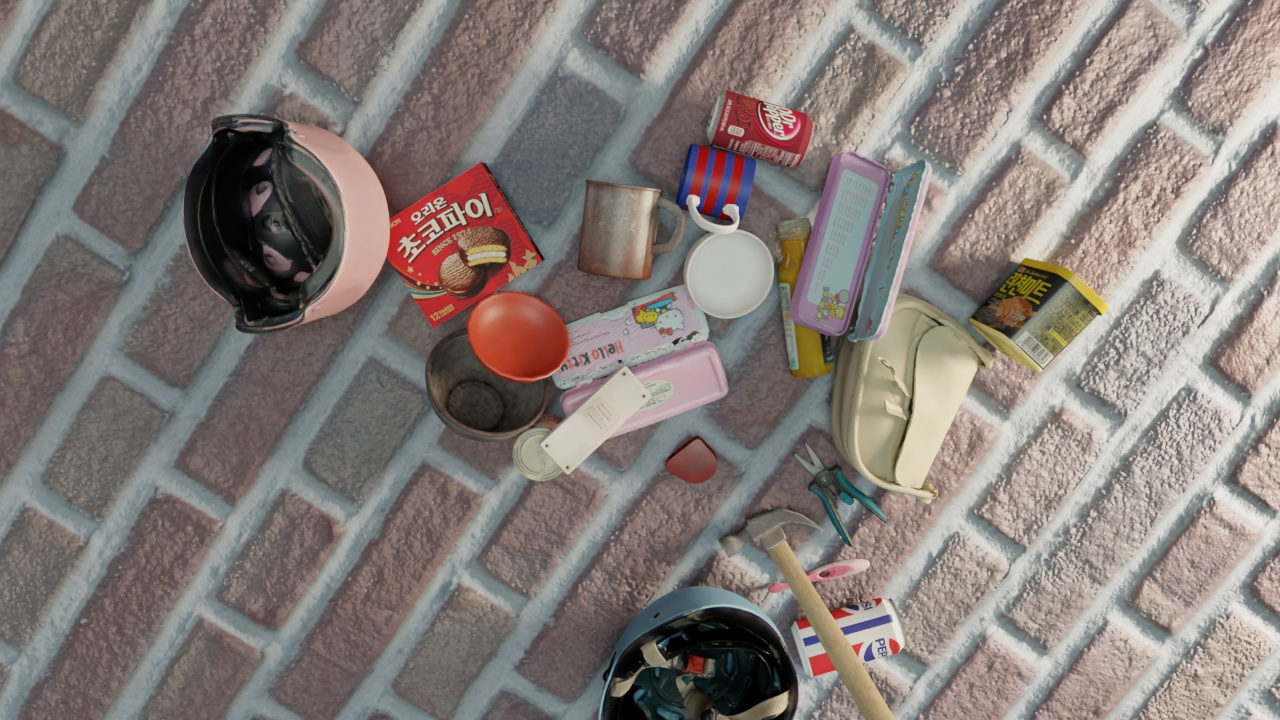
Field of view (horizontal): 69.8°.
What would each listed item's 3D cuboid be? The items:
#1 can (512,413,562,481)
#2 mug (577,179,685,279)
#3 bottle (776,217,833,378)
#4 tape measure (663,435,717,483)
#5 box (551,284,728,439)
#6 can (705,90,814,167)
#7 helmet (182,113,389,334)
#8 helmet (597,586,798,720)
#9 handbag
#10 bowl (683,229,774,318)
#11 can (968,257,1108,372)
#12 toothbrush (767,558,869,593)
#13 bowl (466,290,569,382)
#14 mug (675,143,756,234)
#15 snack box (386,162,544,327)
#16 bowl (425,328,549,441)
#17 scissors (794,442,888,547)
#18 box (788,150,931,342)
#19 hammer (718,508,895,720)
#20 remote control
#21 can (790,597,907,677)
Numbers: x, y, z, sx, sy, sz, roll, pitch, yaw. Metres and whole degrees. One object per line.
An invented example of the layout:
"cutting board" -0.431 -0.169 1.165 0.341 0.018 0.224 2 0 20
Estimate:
"can" -0.118 0.104 1.108 0.067 0.076 0.067 0 100 -1
"mug" -0.009 -0.148 1.052 0.123 0.096 0.110 12 107 20
"bottle" 0.194 -0.075 1.092 0.053 0.053 0.186 -9 100 1
"tape measure" 0.066 0.129 1.144 0.059 0.019 0.051 -39 101 13
"box" -0.007 0.008 1.103 0.201 0.059 0.155 -20 99 2
"can" 0.136 -0.264 1.051 0.114 0.063 0.063 15 100 -3
"helmet" -0.382 -0.154 1.011 0.256 0.152 0.230 -7 99 31
"helmet" 0.066 0.397 1.117 0.225 0.166 0.266 29 97 -3
"handbag" 0.319 0.049 1.084 0.184 0.132 0.229 20 101 -10
"bowl" 0.101 -0.105 1.081 0.105 0.054 0.105 -2 104 -6
"can" 0.454 -0.053 1.061 0.072 0.130 0.101 41 100 -7
"toothbrush" 0.227 0.276 1.175 0.135 0.016 0.021 -15 101 0
"bowl" -0.146 -0.022 1.072 0.122 0.121 0.035 29 142 -6
"mug" 0.083 -0.189 1.044 0.076 0.111 0.075 13 143 -3
"snack box" -0.214 -0.136 1.084 0.152 0.035 0.132 -31 99 5
"bowl" -0.186 0.039 1.082 0.145 0.144 0.067 29 142 -6
"scissors" 0.251 0.172 1.154 0.150 0.019 0.121 15 103 2
"box" 0.251 -0.132 1.032 0.089 0.093 0.214 20 83 -22
"hammer" 0.228 0.332 1.116 0.119 0.031 0.331 -30 74 -1
"remote control" -0.052 0.069 1.068 0.135 0.011 0.050 -43 105 -7
"can" 0.262 0.349 1.160 0.132 0.070 0.070 -16 100 2
